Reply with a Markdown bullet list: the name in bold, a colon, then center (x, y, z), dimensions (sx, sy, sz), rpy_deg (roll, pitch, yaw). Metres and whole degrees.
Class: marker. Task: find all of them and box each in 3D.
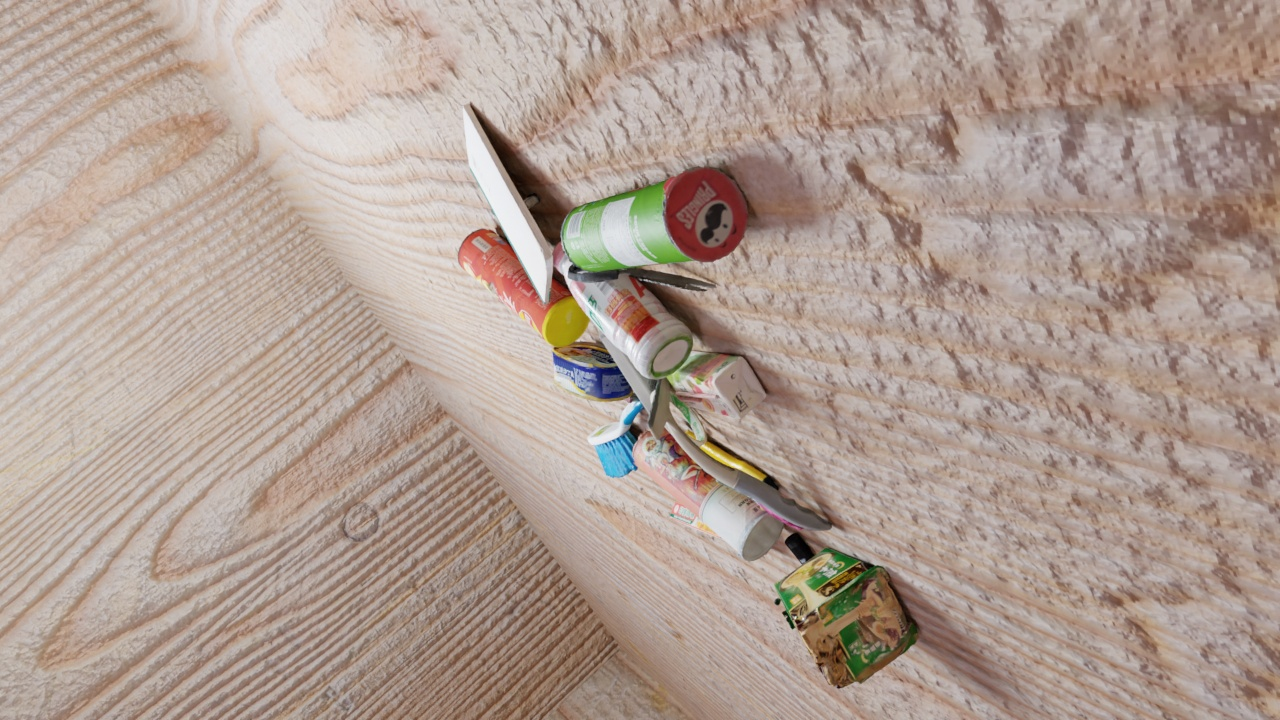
- **marker**: center (0.221, 0.264, 1.115), dimensions (0.132, 0.020, 0.022), rpy_deg (52, -168, -8)

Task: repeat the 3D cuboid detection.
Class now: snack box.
- **snack box**: center (0.218, 0.275, 1.020), dimensions (0.118, 0.117, 0.105), rpy_deg (60, 172, -22)
- **snack box**: center (0.106, 0.229, 1.254), dimensions (0.077, 0.027, 0.156), rpy_deg (24, 171, -21)

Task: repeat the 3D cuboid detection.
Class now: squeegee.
- **squeegee**: center (0.101, 0.119, 0.994), dimensions (0.246, 0.039, 0.246), rpy_deg (37, -168, -5)

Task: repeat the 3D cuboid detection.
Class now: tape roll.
- **tape roll**: center (0.045, 0.067, 1.076), dimensions (0.086, 0.014, 0.085), rpy_deg (43, -161, -19)

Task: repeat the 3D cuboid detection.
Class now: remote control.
- **remote control**: center (-0.007, 0.006, 1.099), dimensions (0.135, 0.019, 0.056), rpy_deg (57, -157, -22)

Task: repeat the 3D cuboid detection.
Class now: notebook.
- **notebook**: center (-0.157, -0.178, 1.082), dimensions (0.209, 0.012, 0.150), rpy_deg (60, 166, 11)

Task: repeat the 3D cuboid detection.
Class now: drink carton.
- **drink carton**: center (0.073, 0.024, 0.945), dimensions (0.053, 0.045, 0.123), rpy_deg (55, 163, -18)

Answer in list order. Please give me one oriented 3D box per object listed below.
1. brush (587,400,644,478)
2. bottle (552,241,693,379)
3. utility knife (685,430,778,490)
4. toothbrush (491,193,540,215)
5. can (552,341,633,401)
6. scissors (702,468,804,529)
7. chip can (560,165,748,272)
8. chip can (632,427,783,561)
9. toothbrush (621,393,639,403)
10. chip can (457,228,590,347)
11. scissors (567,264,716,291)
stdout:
- **brush**: center (-0.019, 0.112, 1.349), dimensions (0.109, 0.060, 0.315), rpy_deg (56, 159, -5)
- **bottle**: center (-0.027, -0.062, 0.981), dimensions (0.197, 0.068, 0.068), rpy_deg (45, 163, 32)
- **utility knife**: center (0.095, 0.113, 1.116), dimensions (0.197, 0.015, 0.033), rpy_deg (30, 155, 42)
- **toothbrush**: center (-0.159, -0.189, 1.132), dimensions (0.015, 0.018, 0.181), rpy_deg (53, 164, -18)
- **can**: center (-0.064, 0.012, 1.193), dimensions (0.148, 0.074, 0.049), rpy_deg (20, 117, 57)
- **scissors**: center (0.132, 0.158, 1.037), dimensions (0.133, 0.017, 0.124), rpy_deg (29, -178, -41)
- **chip can**: center (0.001, -0.115, 0.792), dimensions (0.072, 0.072, 0.236), rpy_deg (56, 162, -17)
- **chip can**: center (0.081, 0.163, 1.167), dimensions (0.215, 0.071, 0.071), rpy_deg (36, 158, 40)
- **toothbrush**: center (-0.024, 0.048, 1.257), dimensions (0.188, 0.017, 0.016), rpy_deg (175, 91, -79)
- **chip can**: center (-0.159, -0.100, 1.217), dimensions (0.216, 0.073, 0.073), rpy_deg (38, 159, 35)
- **scissors**: center (-0.005, -0.080, 0.890), dimensions (0.173, 0.141, 0.014), rpy_deg (-112, 10, -62)
